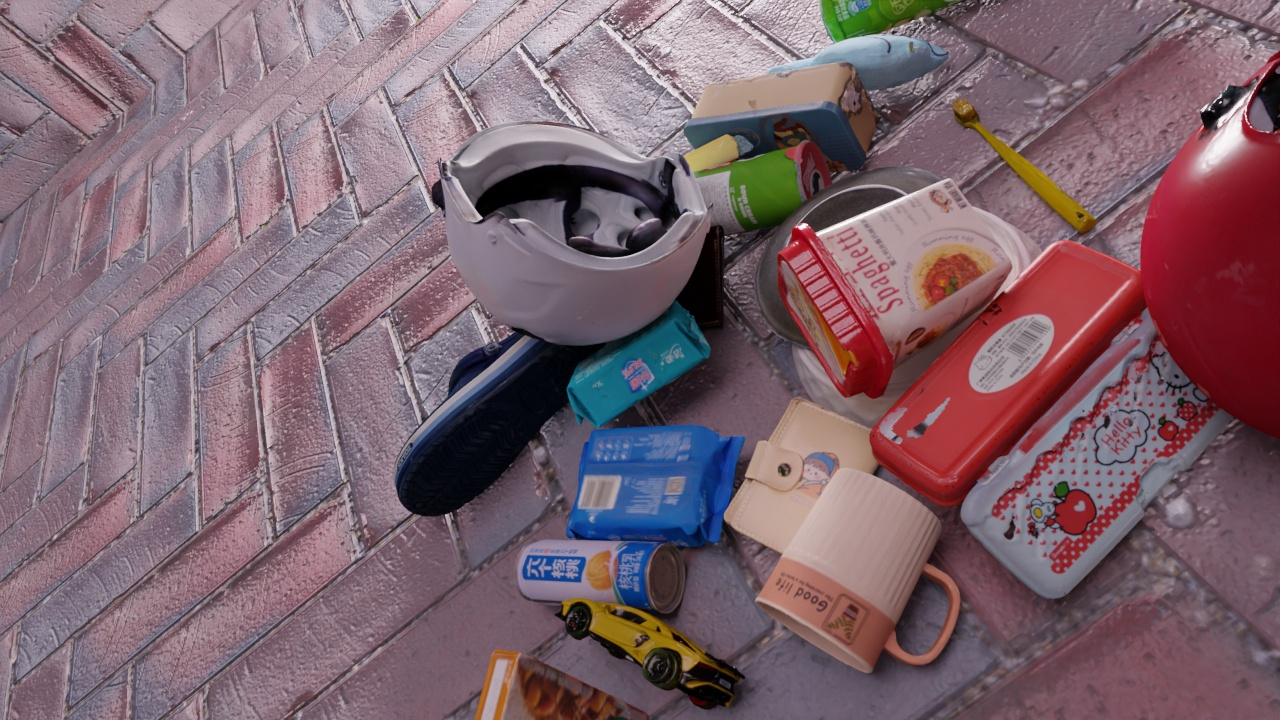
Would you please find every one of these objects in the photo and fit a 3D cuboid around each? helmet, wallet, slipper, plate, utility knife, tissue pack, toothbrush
[{"bbox_3d":[-0.063,-0.103,0.805,0.228,0.146,0.258,-9,35,-25],"label":"helmet"},{"bbox_3d":[0.120,0.088,0.679,0.087,0.024,0.115,25,76,25],"label":"wallet"},{"bbox_3d":[-0.146,0.036,0.872,0.252,0.105,0.095,-44,50,-2],"label":"slipper"},{"bbox_3d":[0.367,-0.053,0.506,0.144,0.207,0.239,-47,12,44],"label":"helmet"},{"bbox_3d":[0.168,-0.088,0.724,0.180,0.024,0.179,-20,48,24],"label":"plate"},{"bbox_3d":[0.053,-0.192,0.913,0.018,0.031,0.167,-33,11,-28],"label":"utility knife"},{"bbox_3d":[0.010,0.103,0.744,0.157,0.052,0.094,-6,58,34],"label":"tissue pack"},{"bbox_3d":[-0.005,0.005,0.803,0.133,0.050,0.093,-32,10,9],"label":"tissue pack"},{"bbox_3d":[0.306,-0.163,0.746,0.016,0.016,0.190,-34,44,12],"label":"toothbrush"},{"bbox_3d":[0.209,-0.042,0.709,0.205,0.045,0.204,-20,49,25],"label":"plate"},{"bbox_3d":[0.024,-0.072,0.867,0.122,0.020,0.096,-5,83,33],"label":"wallet"}]

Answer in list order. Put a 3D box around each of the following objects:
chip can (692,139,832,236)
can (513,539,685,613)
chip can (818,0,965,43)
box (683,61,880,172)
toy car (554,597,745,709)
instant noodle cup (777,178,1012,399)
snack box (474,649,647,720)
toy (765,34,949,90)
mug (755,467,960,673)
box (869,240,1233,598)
[{"bbox_3d":[0.060,-0.150,0.881,0.237,0.072,0.072,-7,55,33],"label":"chip can"},{"bbox_3d":[-0.035,0.170,0.727,0.135,0.053,0.053,-6,55,34],"label":"can"},{"bbox_3d":[0.282,-0.371,0.881,0.222,0.072,0.072,-13,52,30],"label":"chip can"},{"bbox_3d":[0.128,-0.224,0.876,0.185,0.090,0.062,1,59,40],"label":"box"},{"bbox_3d":[0.002,0.204,0.660,0.156,0.071,0.041,12,68,43],"label":"toy car"},{"bbox_3d":[0.171,-0.052,0.624,0.124,0.117,0.116,-29,72,0],"label":"instant noodle cup"},{"bbox_3d":[-0.052,0.251,0.606,0.026,0.153,0.075,-8,54,33],"label":"snack box"},{"bbox_3d":[0.201,-0.278,0.864,0.161,0.050,0.156,-8,13,-9],"label":"toy"},{"bbox_3d":[0.150,0.142,0.597,0.114,0.082,0.105,29,75,18],"label":"mug"},{"bbox_3d":[0.262,0.029,0.576,0.201,0.059,0.161,-44,62,-6],"label":"box"}]
